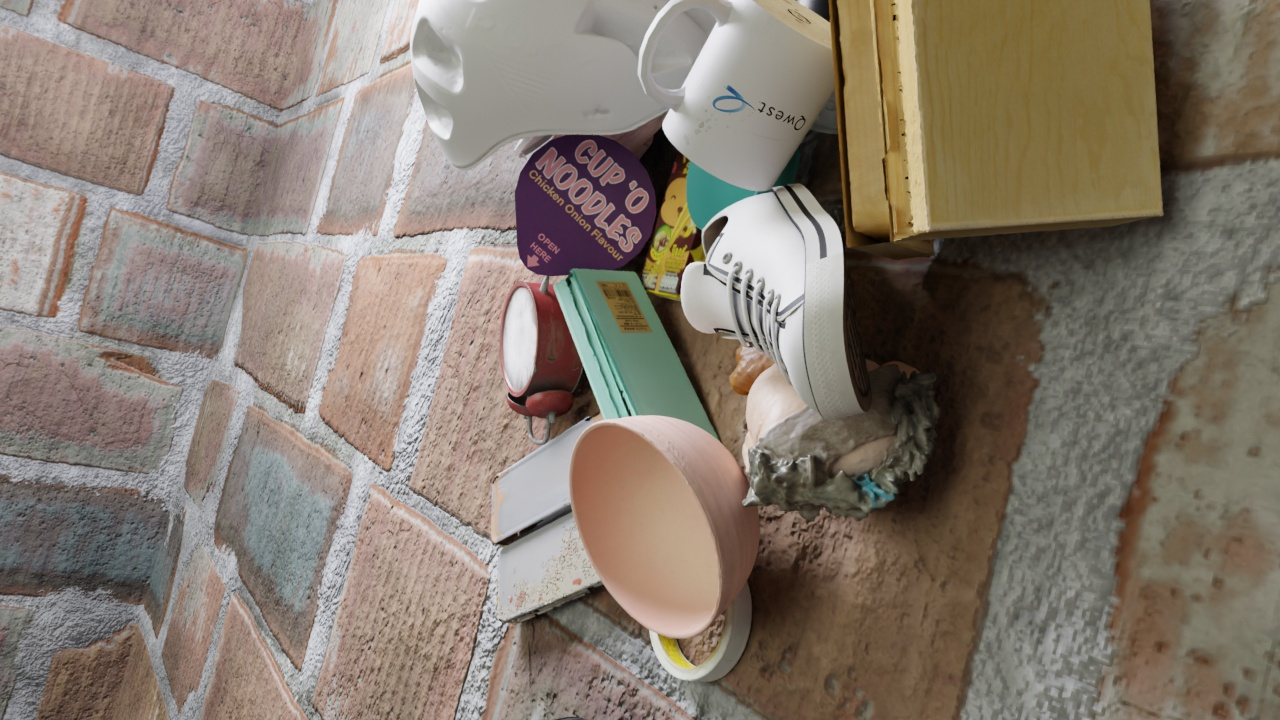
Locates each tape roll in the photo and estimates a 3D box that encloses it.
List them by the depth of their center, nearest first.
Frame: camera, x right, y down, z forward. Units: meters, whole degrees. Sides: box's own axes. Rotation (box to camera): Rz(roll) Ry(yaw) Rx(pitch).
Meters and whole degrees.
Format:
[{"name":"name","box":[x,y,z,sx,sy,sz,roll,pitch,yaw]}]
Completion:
[{"name":"tape roll","box":[0.041,0.181,0.659,0.094,0.019,0.094,-26,57,47]}]

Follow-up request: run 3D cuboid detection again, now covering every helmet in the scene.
[{"name":"helmet","box":[-0.055,-0.269,0.784,0.184,0.282,0.223,88,-170,-45]}]

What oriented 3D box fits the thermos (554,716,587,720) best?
[{"name":"thermos","box":[0.004,0.311,0.595,0.219,0.105,0.105,-3,74,49]}]

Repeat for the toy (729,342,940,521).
[{"name":"toy","box":[0.109,0.034,0.572,0.133,0.076,0.175,-27,37,1]}]

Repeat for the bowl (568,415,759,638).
[{"name":"bowl","box":[0.025,0.100,0.614,0.153,0.076,0.153,26,125,44]}]

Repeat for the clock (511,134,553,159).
[{"name":"clock","box":[-0.088,-0.277,0.961,0.159,0.061,0.120,-42,7,-12]}]

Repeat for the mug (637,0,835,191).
[{"name":"mug","box":[0.056,-0.175,0.564,0.097,0.119,0.083,-58,24,32]}]

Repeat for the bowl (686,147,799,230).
[{"name":"bowl","box":[0.086,-0.151,0.700,0.121,0.046,0.121,-35,48,53]}]

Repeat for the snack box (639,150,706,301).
[{"name":"snack box","box":[0.043,-0.125,0.775,0.061,0.025,0.149,19,92,55]}]

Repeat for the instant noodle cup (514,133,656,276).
[{"name":"instant noodle cup","box":[-0.064,-0.124,0.836,0.136,0.122,0.122,-49,8,-10]}]

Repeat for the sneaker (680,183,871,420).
[{"name":"sneaker","box":[0.072,-0.041,0.557,0.097,0.091,0.245,-15,27,7]}]

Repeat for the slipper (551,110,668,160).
[{"name":"slipper","box":[-0.037,-0.217,0.900,0.222,0.055,0.106,-25,55,50]}]

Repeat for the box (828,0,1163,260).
[{"name":"box","box":[0.160,-0.186,0.489,0.185,0.141,0.248,-3,91,62]}]

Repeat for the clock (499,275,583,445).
[{"name":"clock","box":[-0.089,0.001,0.876,0.110,0.061,0.156,0,88,63]}]

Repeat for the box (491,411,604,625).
[{"name":"box","box":[-0.069,0.142,0.818,0.217,0.043,0.150,-33,56,44]}]

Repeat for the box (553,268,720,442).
[{"name":"box","box":[-0.001,0.001,0.731,0.080,0.077,0.188,-28,57,8]}]

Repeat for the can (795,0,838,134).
[{"name":"can","box":[0.144,-0.238,0.631,0.080,0.080,0.146,1,78,55]}]
